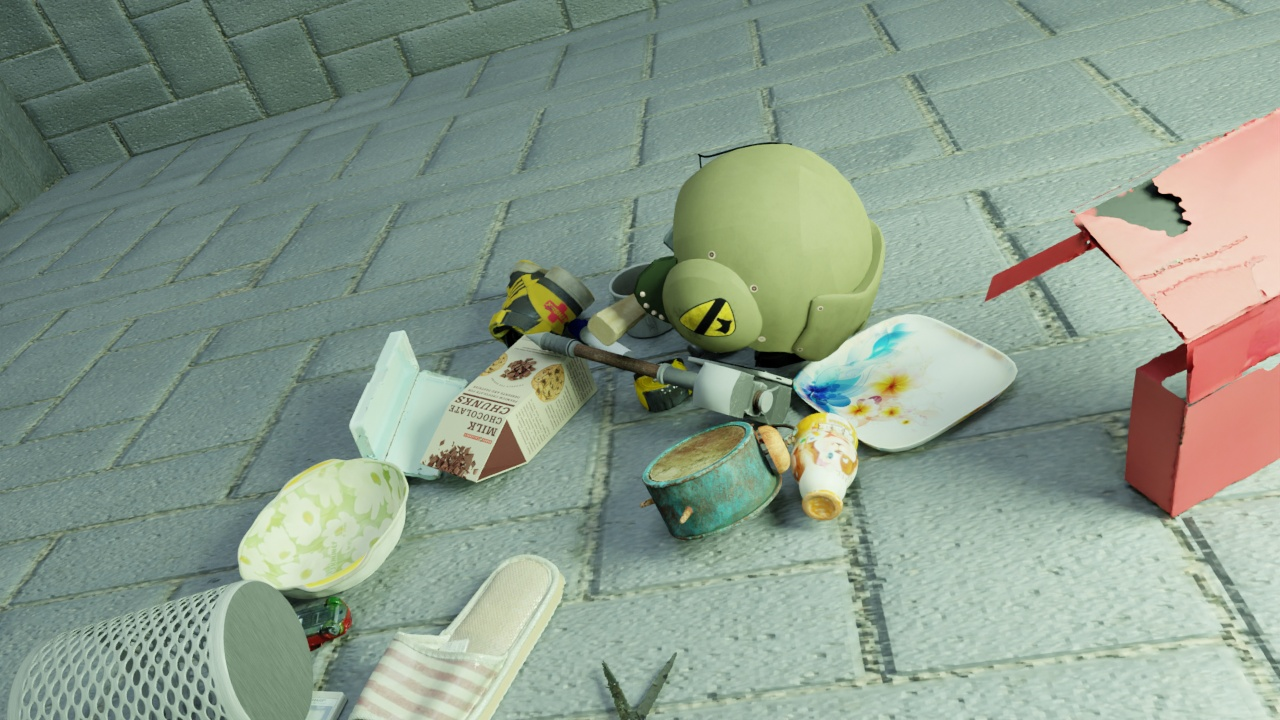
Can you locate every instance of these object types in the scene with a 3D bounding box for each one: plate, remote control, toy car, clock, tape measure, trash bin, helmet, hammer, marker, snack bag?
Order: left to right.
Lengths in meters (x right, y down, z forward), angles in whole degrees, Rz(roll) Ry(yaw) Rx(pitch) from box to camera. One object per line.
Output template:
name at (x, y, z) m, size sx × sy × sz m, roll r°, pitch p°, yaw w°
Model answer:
trash bin at (-0.399, 0.283, 0.788) m, size 0.183 × 0.156 × 0.156 m, roll -19°, pitch 33°, yaw 4°
remote control at (-0.305, 0.346, 0.789) m, size 0.050 × 0.011 × 0.135 m, roll -6°, pitch 35°, yaw 20°
toy car at (-0.327, 0.264, 0.897) m, size 0.091 × 0.036 × 0.042 m, roll -20°, pitch 32°, yaw -1°
snack bag at (-0.156, 0.063, 1.074) m, size 0.094 × 0.070 × 0.205 m, roll 11°, pitch 43°, yaw 37°
marker at (-0.050, -0.024, 1.191) m, size 0.027 × 0.023 × 0.133 m, roll -18°, pitch 29°, yaw -28°
hammer at (-0.004, 0.006, 1.000) m, size 0.323 × 0.156 × 0.043 m, roll 15°, pitch 89°, yaw 33°
tape measure at (0.026, 0.027, 1.063) m, size 0.065 × 0.037 × 0.064 m, roll -17°, pitch 32°, yaw 4°
hammer at (0.030, -0.089, 1.091) m, size 0.051 × 0.117 × 0.321 m, roll -50°, pitch -6°, yaw 34°
clock at (0.083, 0.107, 0.866) m, size 0.157 × 0.073 × 0.121 m, roll -32°, pitch 12°, yaw -19°
remote control at (0.108, 0.010, 1.020) m, size 0.045 × 0.008 × 0.147 m, roll 15°, pitch -1°, yaw -31°
helmet at (0.137, -0.098, 0.970) m, size 0.233 × 0.256 × 0.249 m, roll -5°, pitch 36°, yaw 26°
plate at (0.274, 0.022, 0.963) m, size 0.186 × 0.016 × 0.187 m, roll -29°, pitch 34°, yaw -14°

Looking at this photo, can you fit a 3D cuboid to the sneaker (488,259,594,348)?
sneaker at (-0.153, -0.067, 1.253) m, size 0.122 × 0.086 × 0.239 m, roll -50°, pitch 21°, yaw -10°

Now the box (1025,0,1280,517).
box at (0.456, -0.075, 0.694) m, size 0.211 × 0.378 × 0.124 m, roll -26°, pitch 17°, yaw -9°

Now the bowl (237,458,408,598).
bowl at (-0.328, 0.190, 0.985) m, size 0.188 × 0.060 × 0.219 m, roll -28°, pitch 33°, yaw -13°

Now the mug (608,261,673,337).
mug at (0.008, -0.072, 1.186) m, size 0.084 × 0.070 × 0.113 m, roll -15°, pitch 33°, yaw 6°

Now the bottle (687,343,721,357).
bottle at (0.102, -0.040, 1.115) m, size 0.112 × 0.047 × 0.047 m, roll -36°, pitch 36°, yaw -24°

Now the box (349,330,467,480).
box at (-0.281, 0.053, 1.122) m, size 0.122 × 0.078 × 0.197 m, roll 21°, pitch 33°, yaw -13°

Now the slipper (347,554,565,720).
slipper at (-0.166, 0.263, 0.803) m, size 0.115 × 0.052 × 0.262 m, roll 9°, pitch 42°, yaw 35°

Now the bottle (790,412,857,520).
bottle at (0.171, 0.100, 0.860) m, size 0.063 × 0.063 × 0.108 m, roll -7°, pitch 36°, yaw 18°

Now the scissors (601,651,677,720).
scissors at (-0.010, 0.298, 0.708) m, size 0.157 × 0.013 × 0.170 m, roll -31°, pitch 34°, yaw -19°
